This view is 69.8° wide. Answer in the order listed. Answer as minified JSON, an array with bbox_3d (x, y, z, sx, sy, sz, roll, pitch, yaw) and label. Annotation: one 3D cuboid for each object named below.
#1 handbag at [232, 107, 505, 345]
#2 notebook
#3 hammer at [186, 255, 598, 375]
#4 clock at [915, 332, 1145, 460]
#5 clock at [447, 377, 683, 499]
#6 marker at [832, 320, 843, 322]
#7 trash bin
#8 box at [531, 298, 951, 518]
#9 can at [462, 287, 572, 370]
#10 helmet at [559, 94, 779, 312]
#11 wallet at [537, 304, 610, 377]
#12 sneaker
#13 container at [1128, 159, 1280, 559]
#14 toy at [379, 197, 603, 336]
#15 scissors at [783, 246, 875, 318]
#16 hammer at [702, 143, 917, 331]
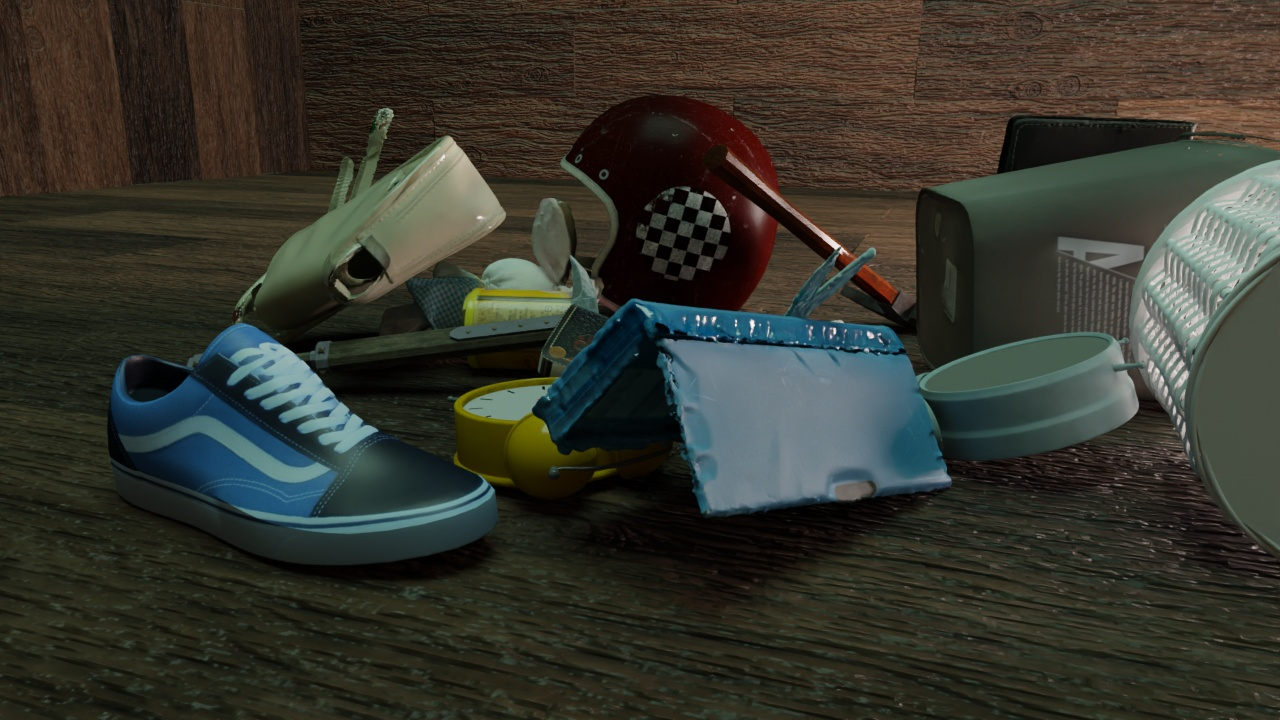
[{"bbox_3d":[-0.250,-0.108,0.780,0.230,0.132,0.183,-18,25,46],"label":"handbag"},{"bbox_3d":[0.385,-0.110,0.820,0.169,0.209,0.029,1,23,-3],"label":"notebook"},{"bbox_3d":[-0.186,-0.011,0.698,0.317,0.028,0.146,-7,50,-1],"label":"hammer"},{"bbox_3d":[0.226,0.024,0.577,0.160,0.045,0.122,-14,7,24],"label":"clock"},{"bbox_3d":[-0.048,0.042,0.547,0.113,0.052,0.152,-11,15,-36],"label":"clock"},{"bbox_3d":[0.138,-0.021,0.845,0.145,0.017,0.017,-12,20,-38],"label":"marker"},{"bbox_3d":[0.346,-0.066,0.717,0.220,0.197,0.197,-5,17,2],"label":"trash bin"},{"bbox_3d":[0.071,0.041,0.484,0.231,0.094,0.110,3,51,-47],"label":"box"},{"bbox_3d":[-0.090,-0.026,0.759,0.105,0.068,0.067,2,15,4],"label":"can"},{"bbox_3d":[0.016,-0.136,0.924,0.234,0.254,0.233,16,16,-1],"label":"helmet"},{"bbox_3d":[-0.004,0.004,0.643,0.123,0.019,0.072,20,40,4],"label":"wallet"},{"bbox_3d":[-0.185,0.036,0.469,0.242,0.098,0.083,7,17,24],"label":"sneaker"},{"bbox_3d":[0.368,-0.005,0.470,0.189,0.189,0.186,6,17,20],"label":"container"},{"bbox_3d":[-0.139,-0.047,0.848,0.205,0.131,0.106,-22,-25,-8],"label":"toy"},{"bbox_3d":[0.090,-0.013,0.546,0.108,0.180,0.016,4,52,-43],"label":"scissors"},{"bbox_3d":[0.168,-0.106,0.840,0.300,0.028,0.111,31,0,-33],"label":"hammer"}]
